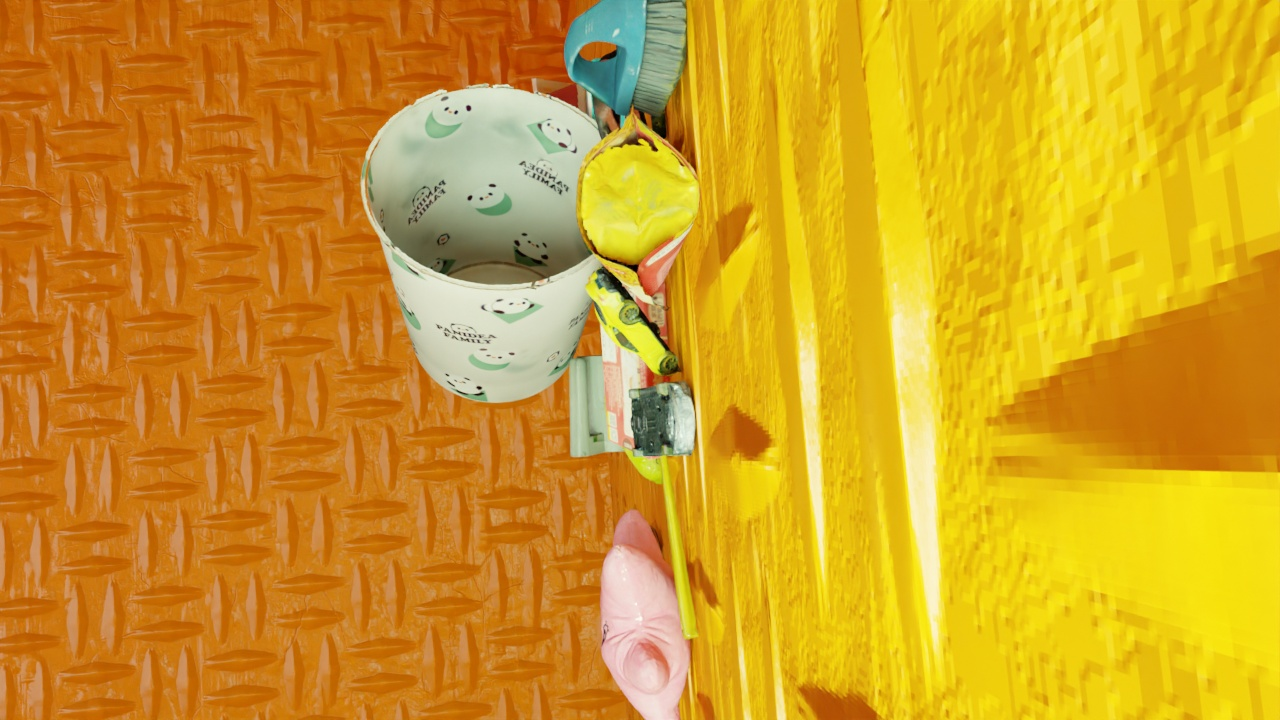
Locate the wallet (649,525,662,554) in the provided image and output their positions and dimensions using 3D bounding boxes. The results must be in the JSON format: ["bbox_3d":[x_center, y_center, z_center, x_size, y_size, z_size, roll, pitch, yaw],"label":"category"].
[{"bbox_3d":[0.011,0.248,1.010,0.115,0.033,0.090,85,177,-49],"label":"wallet"}]

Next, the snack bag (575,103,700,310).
[{"bbox_3d":[0.004,-0.098,0.629,0.207,0.073,0.128,-38,-56,-86],"label":"snack bag"}]

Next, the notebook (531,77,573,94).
[{"bbox_3d":[-0.067,-0.223,1.086,0.145,0.010,0.206,-18,-79,-57],"label":"notebook"}]

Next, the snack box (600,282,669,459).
[{"bbox_3d":[-0.005,0.005,0.805,0.075,0.025,0.153,15,112,56],"label":"snack box"}]

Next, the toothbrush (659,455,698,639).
[{"bbox_3d":[0.029,0.124,0.734,0.016,0.016,0.189,97,167,-66],"label":"toothbrush"}]

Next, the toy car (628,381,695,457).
[{"bbox_3d":[0.018,0.044,0.676,0.121,0.036,0.054,157,110,-75],"label":"toy car"}]

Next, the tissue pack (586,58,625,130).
[{"bbox_3d":[-0.028,-0.251,0.915,0.133,0.050,0.093,-107,12,-76],"label":"tissue pack"}]

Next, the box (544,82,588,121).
[{"bbox_3d":[-0.063,-0.216,1.024,0.091,0.078,0.168,13,-111,-55],"label":"box"}]

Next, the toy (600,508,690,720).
[{"bbox_3d":[0.000,0.205,0.766,0.194,0.074,0.179,-100,-1,-53],"label":"toy"}]

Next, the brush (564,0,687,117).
[{"bbox_3d":[-0.011,-0.192,0.573,0.144,0.073,0.055,180,93,-86],"label":"brush"}]

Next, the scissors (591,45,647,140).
[{"bbox_3d":[-0.013,-0.230,0.751,0.188,0.015,0.226,-32,-68,-74],"label":"scissors"}]

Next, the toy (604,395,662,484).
[{"bbox_3d":[-0.006,0.079,0.909,0.097,0.031,0.100,59,179,-14],"label":"toy"}]

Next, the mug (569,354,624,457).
[{"bbox_3d":[-0.038,0.045,0.983,0.123,0.084,0.103,-3,-89,-62],"label":"mug"}]

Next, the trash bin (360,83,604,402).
[{"bbox_3d":[-0.139,-0.094,0.896,0.252,0.229,0.229,105,162,-59],"label":"trash bin"}]

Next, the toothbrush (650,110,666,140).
[{"bbox_3d":[0.004,-0.254,0.693,0.012,0.017,0.185,133,133,-75],"label":"toothbrush"}]

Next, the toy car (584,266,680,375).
[{"bbox_3d":[-0.006,-0.024,0.679,0.105,0.032,0.048,49,-172,-39],"label":"toy car"}]
